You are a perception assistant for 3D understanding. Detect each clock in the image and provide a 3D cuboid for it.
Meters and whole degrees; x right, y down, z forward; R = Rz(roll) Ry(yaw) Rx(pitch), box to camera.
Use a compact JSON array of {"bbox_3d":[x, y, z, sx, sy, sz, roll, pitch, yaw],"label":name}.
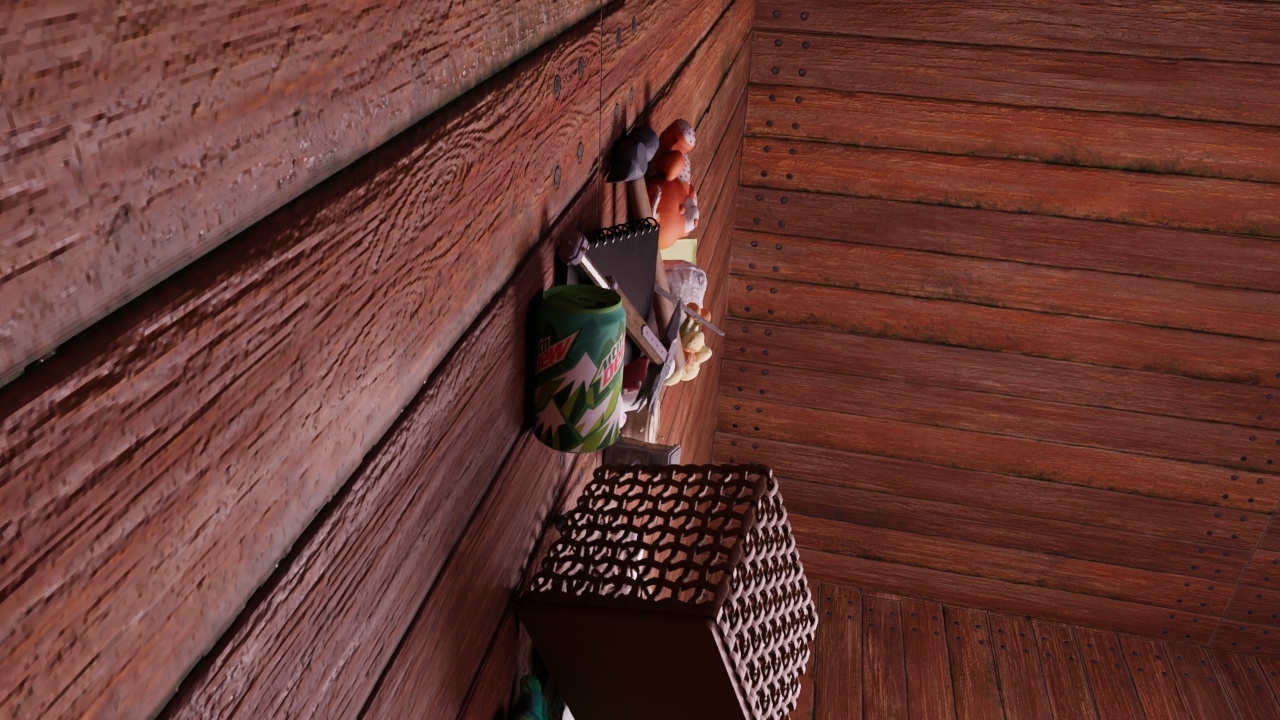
[{"bbox_3d":[-0.007,0.007,1.177,0.124,0.087,0.044,-21,119,-68],"label":"clock"},{"bbox_3d":[0.007,0.108,1.461,0.141,0.054,0.092,76,23,-61],"label":"clock"}]

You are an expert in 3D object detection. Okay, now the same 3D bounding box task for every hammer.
[{"bbox_3d":[-0.017,-0.057,0.984,0.146,0.028,0.317,-70,156,-14],"label":"hammer"},{"bbox_3d":[0.016,-0.122,1.166,0.129,0.040,0.322,-65,148,-53],"label":"hammer"},{"bbox_3d":[-0.040,0.159,1.170,0.321,0.098,0.044,-28,126,-69],"label":"hammer"}]

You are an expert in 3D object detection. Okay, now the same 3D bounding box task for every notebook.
[{"bbox_3d":[-0.035,-0.064,1.012,0.230,0.019,0.169,-31,129,-62],"label":"notebook"}]

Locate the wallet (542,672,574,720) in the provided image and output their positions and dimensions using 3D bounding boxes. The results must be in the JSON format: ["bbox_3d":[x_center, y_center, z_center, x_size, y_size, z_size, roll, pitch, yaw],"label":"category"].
[{"bbox_3d":[-0.086,0.382,1.113,0.100,0.054,0.131,83,19,-51],"label":"wallet"}]

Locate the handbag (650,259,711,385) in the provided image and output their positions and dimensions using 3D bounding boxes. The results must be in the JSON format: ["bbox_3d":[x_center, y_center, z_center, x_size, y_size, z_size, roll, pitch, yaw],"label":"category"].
[{"bbox_3d":[0.046,-0.055,1.305,0.112,0.123,0.172,-5,110,-37],"label":"handbag"}]

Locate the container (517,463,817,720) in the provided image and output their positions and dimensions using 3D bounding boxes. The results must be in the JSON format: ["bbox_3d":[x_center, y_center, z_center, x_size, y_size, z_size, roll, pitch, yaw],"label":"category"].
[{"bbox_3d":[0.042,0.278,1.000,0.213,0.220,0.252,-59,137,-48],"label":"container"}]

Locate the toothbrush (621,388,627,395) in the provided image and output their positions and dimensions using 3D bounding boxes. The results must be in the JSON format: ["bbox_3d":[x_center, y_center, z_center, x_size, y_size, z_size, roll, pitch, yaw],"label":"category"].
[{"bbox_3d":[-0.022,-0.017,1.283,0.024,0.022,0.185,-167,-99,-65],"label":"toothbrush"}]

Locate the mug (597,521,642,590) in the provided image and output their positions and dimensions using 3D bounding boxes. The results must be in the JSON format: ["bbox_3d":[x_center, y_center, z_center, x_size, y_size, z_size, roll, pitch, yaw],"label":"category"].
[{"bbox_3d":[-0.035,0.278,1.297,0.115,0.068,0.094,60,39,-76],"label":"mug"}]

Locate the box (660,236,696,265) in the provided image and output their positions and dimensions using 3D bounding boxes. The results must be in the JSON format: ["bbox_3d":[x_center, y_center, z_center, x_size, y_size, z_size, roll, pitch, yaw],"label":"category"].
[{"bbox_3d":[0.026,-0.095,1.405,0.133,0.061,0.188,-26,134,-31],"label":"box"}]

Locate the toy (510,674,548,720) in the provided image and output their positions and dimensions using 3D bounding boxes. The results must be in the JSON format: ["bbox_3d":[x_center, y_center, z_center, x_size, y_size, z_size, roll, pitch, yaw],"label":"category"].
[{"bbox_3d":[-0.111,0.393,0.935,0.193,0.072,0.130,103,-4,-86],"label":"toy"}]

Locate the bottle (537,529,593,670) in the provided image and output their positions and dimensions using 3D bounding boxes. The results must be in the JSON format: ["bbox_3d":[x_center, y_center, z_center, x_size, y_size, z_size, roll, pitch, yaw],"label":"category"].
[{"bbox_3d":[-0.075,0.281,1.090,0.055,0.055,0.173,86,14,-52],"label":"bottle"}]

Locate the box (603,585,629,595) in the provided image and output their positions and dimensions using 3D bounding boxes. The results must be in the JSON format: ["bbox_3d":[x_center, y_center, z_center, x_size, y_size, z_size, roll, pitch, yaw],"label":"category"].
[{"bbox_3d":[-0.055,0.378,1.232,0.091,0.081,0.160,-75,174,-83],"label":"box"}]

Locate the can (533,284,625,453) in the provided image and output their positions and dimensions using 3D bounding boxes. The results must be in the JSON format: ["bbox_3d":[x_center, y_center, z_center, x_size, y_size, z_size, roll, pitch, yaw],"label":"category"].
[{"bbox_3d":[-0.058,0.007,0.864,0.082,0.083,0.144,-62,158,-66],"label":"can"}]

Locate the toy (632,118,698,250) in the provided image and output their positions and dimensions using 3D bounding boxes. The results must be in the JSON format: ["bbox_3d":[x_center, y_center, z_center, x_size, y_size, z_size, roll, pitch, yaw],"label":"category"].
[{"bbox_3d":[0.041,-0.227,1.271,0.164,0.093,0.172,88,15,-54],"label":"toy"}]

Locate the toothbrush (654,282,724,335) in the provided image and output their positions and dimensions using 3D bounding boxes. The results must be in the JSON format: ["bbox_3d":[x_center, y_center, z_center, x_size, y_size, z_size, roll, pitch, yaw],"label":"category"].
[{"bbox_3d":[0.032,-0.084,1.130,0.010,0.181,0.010,-46,-163,38],"label":"toothbrush"}]

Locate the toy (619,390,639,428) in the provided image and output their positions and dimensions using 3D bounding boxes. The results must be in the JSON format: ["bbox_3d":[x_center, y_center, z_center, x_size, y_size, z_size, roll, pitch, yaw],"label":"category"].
[{"bbox_3d":[-0.042,0.071,1.128,0.125,0.037,0.076,-26,155,-56],"label":"toy"}]
